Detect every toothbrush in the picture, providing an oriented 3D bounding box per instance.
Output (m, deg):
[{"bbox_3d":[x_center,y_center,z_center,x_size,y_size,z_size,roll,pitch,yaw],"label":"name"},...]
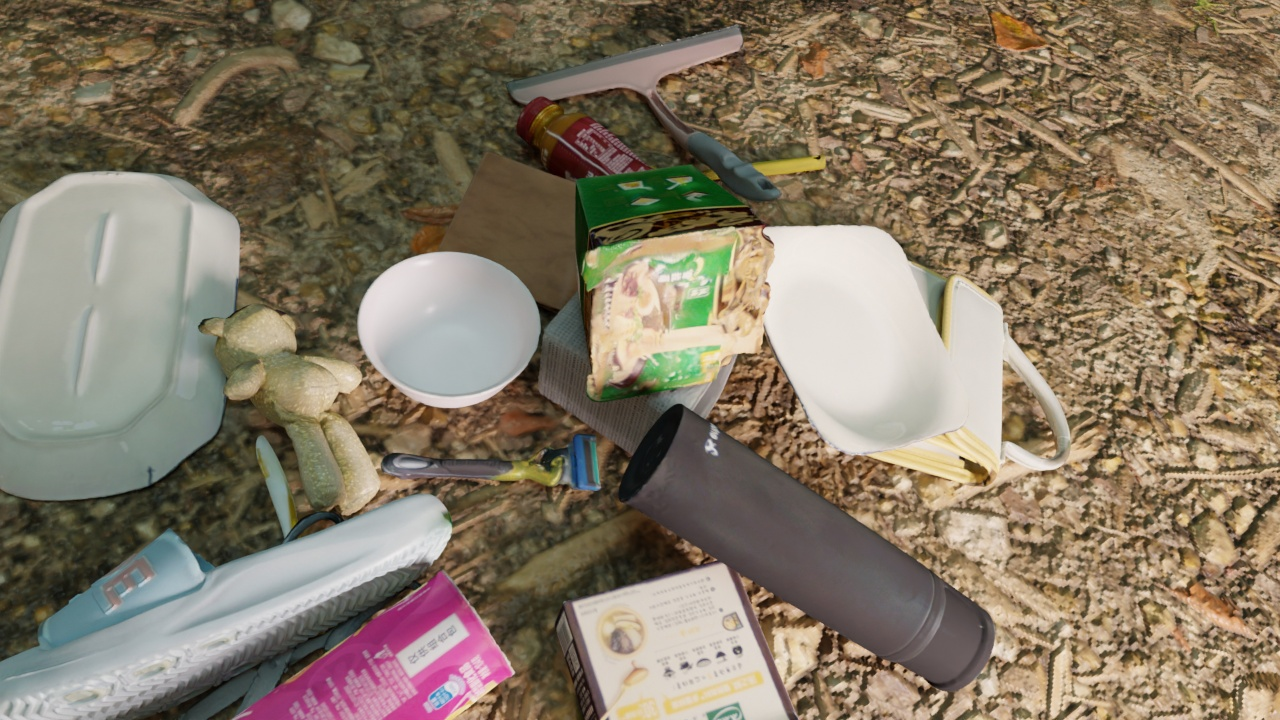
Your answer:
[{"bbox_3d":[-0.199,0.123,0.554,0.018,0.016,0.191,-26,66,-7],"label":"toothbrush"},{"bbox_3d":[0.080,-0.169,0.810,0.190,0.017,0.015,-10,59,-19],"label":"toothbrush"}]

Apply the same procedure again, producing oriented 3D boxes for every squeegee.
[{"bbox_3d":[0.046,-0.197,0.794,0.247,0.040,0.249,-20,50,-20],"label":"squeegee"}]

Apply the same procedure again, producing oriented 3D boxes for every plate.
[{"bbox_3d":[-0.359,-0.035,0.611,0.162,0.034,0.265,-1,58,-13],"label":"plate"},{"bbox_3d":[0.140,-0.014,0.621,0.163,0.034,0.164,-7,69,-36],"label":"plate"}]

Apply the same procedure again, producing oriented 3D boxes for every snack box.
[{"bbox_3d":[0.007,-0.057,0.568,0.117,0.118,0.105,-10,43,-15],"label":"snack box"},{"bbox_3d":[0.023,0.190,0.539,0.113,0.053,0.125,-10,60,-20],"label":"snack box"}]

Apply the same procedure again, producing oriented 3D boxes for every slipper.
[{"bbox_3d":[-0.220,0.120,0.476,0.245,0.104,0.074,-23,70,-16],"label":"slipper"}]

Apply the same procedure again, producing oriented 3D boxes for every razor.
[{"bbox_3d":[-0.098,0.071,0.608,0.142,0.022,0.042,1,51,-15],"label":"razor"}]

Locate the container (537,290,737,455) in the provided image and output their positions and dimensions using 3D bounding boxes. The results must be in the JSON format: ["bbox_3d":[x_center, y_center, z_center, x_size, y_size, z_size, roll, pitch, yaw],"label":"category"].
[{"bbox_3d":[-0.004,0.004,0.635,0.114,0.090,0.090,30,55,10],"label":"container"}]

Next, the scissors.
[{"bbox_3d":[-0.200,0.164,0.517,0.159,0.014,0.175,-4,64,-3],"label":"scissors"}]

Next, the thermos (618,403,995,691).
[{"bbox_3d":[0.104,0.116,0.573,0.242,0.068,0.090,34,15,-11],"label":"thermos"}]

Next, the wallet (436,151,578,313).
[{"bbox_3d":[-0.087,-0.099,0.706,0.115,0.020,0.101,23,78,6],"label":"wallet"}]

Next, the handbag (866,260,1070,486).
[{"bbox_3d":[0.253,0.013,0.708,0.178,0.063,0.163,19,57,-5],"label":"handbag"}]

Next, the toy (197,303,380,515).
[{"bbox_3d":[-0.222,0.030,0.590,0.157,0.066,0.105,53,29,17],"label":"toy"}]

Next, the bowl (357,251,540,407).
[{"bbox_3d":[-0.131,-0.009,0.628,0.118,0.065,0.118,6,57,-10],"label":"bowl"}]

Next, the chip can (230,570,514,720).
[{"bbox_3d":[-0.169,0.196,0.464,0.210,0.071,0.071,-33,70,-21],"label":"chip can"}]

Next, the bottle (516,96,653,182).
[{"bbox_3d":[-0.026,-0.152,0.750,0.175,0.058,0.057,40,58,14],"label":"bottle"}]
